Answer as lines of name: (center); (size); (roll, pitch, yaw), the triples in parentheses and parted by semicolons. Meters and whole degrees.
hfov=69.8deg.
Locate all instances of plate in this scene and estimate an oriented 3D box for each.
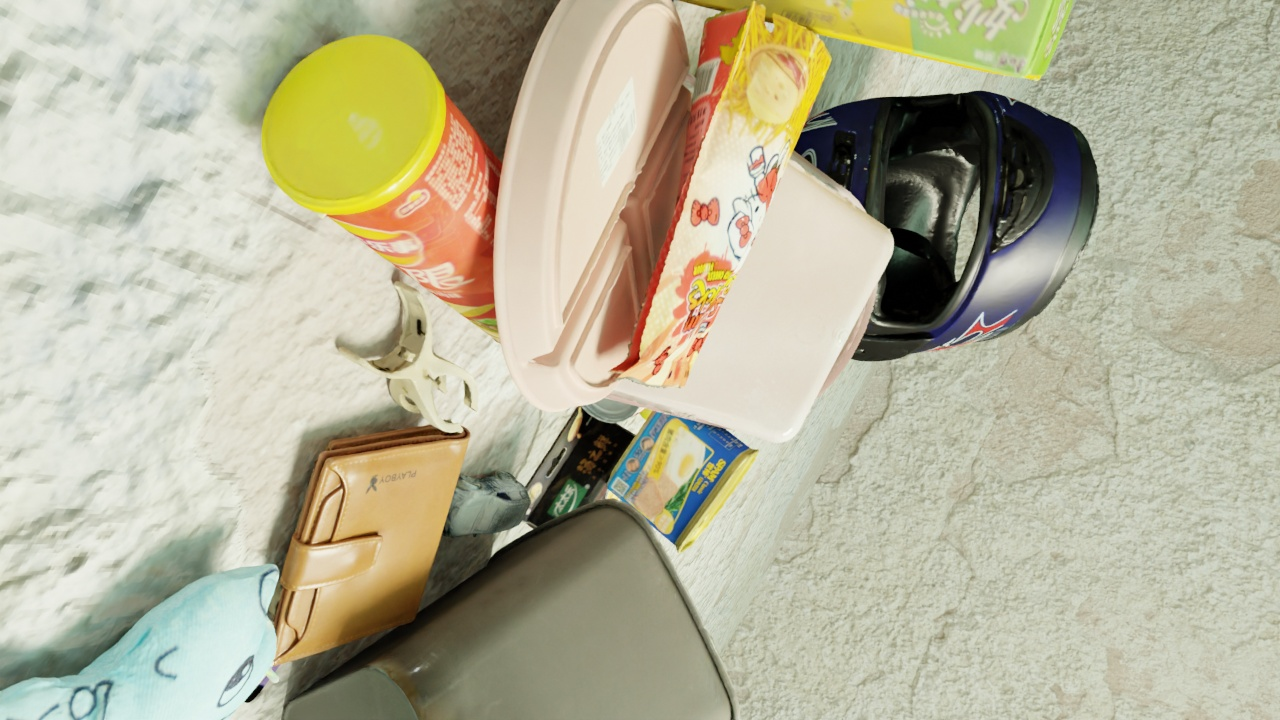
plate: (-0.013, -0.083, 0.479); (0.229, 0.028, 0.229); (13, 89, -74)

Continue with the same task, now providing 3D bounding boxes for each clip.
clip: (-0.120, 0.003, 0.494); (0.071, 0.035, 0.100); (-55, 151, -18)

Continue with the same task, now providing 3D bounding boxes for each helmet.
helmet: (0.225, -0.126, 0.842); (0.315, 0.240, 0.247); (128, -32, -84)

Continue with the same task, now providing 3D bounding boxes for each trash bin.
trash bin: (-0.086, 0.234, 0.613); (0.200, 0.198, 0.219); (-32, 173, 37)

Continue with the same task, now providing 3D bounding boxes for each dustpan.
dustpan: (0.062, -0.053, 0.677); (0.223, 0.273, 0.138); (-61, -170, 9)

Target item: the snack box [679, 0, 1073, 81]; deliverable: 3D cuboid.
snack box: (0.137, -0.221, 0.536); (0.157, 0.210, 0.070); (-32, 138, -60)

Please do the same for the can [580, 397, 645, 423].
can: (-0.004, 0.004, 0.733); (0.093, 0.066, 0.067); (-31, 145, -56)

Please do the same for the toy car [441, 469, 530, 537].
toy car: (-0.111, 0.105, 0.653); (0.043, 0.034, 0.090); (-60, 160, 6)

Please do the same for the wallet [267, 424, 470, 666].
wallet: (-0.153, 0.101, 0.518); (0.107, 0.031, 0.132); (-4, 118, -56)

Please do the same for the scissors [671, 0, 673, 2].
scissors: (0.021, -0.250, 0.535); (0.156, 0.012, 0.166); (-22, 135, -63)

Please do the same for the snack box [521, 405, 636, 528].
snack box: (-0.048, 0.109, 0.802); (0.113, 0.053, 0.126); (-57, 166, -12)

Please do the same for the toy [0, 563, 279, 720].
toy: (-0.226, 0.156, 0.403); (0.161, 0.050, 0.156); (-55, 158, -3)

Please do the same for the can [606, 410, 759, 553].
can: (0.032, 0.089, 0.742); (0.102, 0.083, 0.057); (-57, 163, 17)

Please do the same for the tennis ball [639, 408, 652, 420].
tennis ball: (0.025, 0.030, 0.845); (0.065, 0.065, 0.066); (-50, 158, -30)

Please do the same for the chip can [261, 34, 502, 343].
chip can: (-0.083, -0.063, 0.434); (0.073, 0.073, 0.216); (-60, 161, -6)

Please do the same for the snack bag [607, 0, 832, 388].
snack bag: (0.040, -0.084, 0.517); (0.128, 0.073, 0.208); (1, 107, -75)

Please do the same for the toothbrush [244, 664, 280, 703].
toothbrush: (-0.172, 0.122, 0.545); (0.188, 0.017, 0.014); (-56, 150, -12)
